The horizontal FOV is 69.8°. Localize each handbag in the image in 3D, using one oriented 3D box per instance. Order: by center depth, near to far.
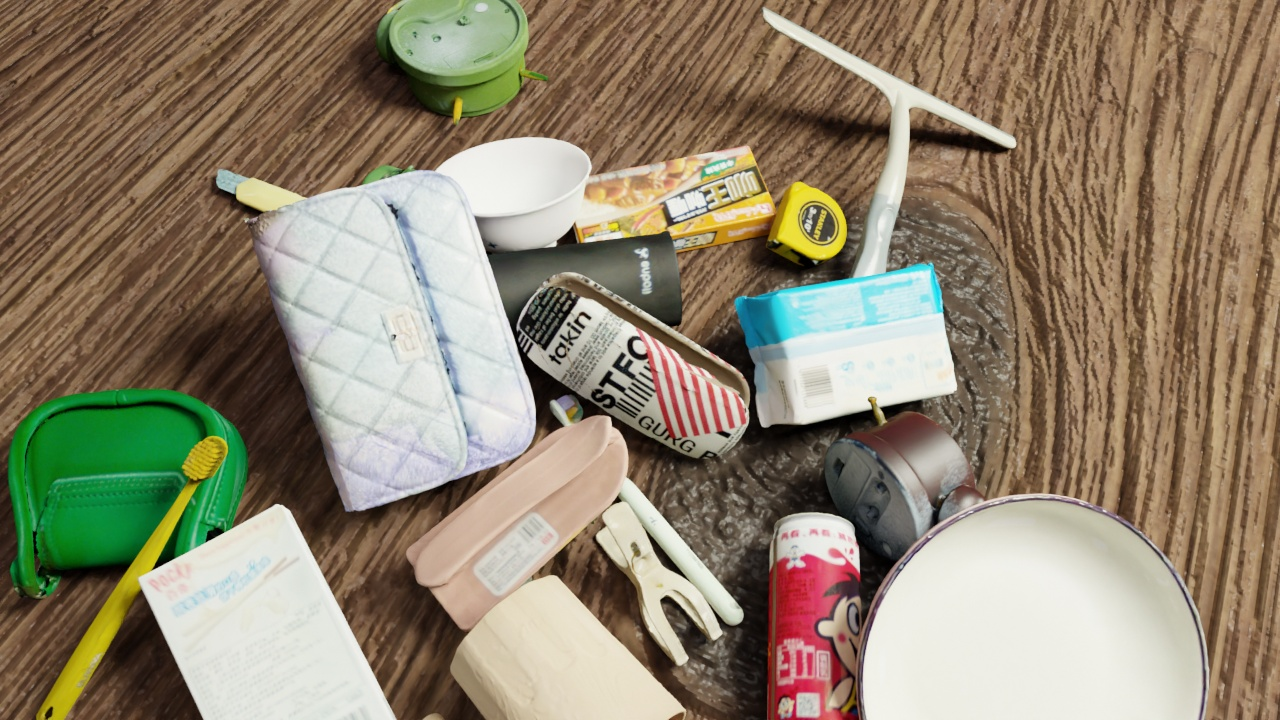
[{"bbox_3d":[-0.315,0.082,0.566,0.131,0.068,0.120,-5,65,-4],"label":"handbag"},{"bbox_3d":[-0.149,-0.016,0.572,0.134,0.075,0.194,-19,93,-5],"label":"handbag"}]

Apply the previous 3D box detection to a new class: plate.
[{"bbox_3d":[0.205,0.167,0.495,0.192,0.039,0.192,0,89,-5],"label":"plate"}]

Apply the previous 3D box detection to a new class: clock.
[{"bbox_3d":[0.166,0.085,0.558,0.055,0.082,0.122,-25,59,-22],"label":"clock"},{"bbox_3d":[-0.163,-0.277,0.799,0.116,0.056,0.161,-31,63,-19],"label":"clock"}]

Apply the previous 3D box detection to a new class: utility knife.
[{"bbox_3d":[-0.264,-0.119,0.721,0.178,0.019,0.030,24,57,8],"label":"utility knife"}]

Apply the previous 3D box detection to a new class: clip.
[{"bbox_3d":[0.007,0.135,0.553,0.034,0.060,0.097,-34,75,-18],"label":"clip"}]

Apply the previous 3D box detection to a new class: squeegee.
[{"bbox_3d":[0.180,-0.123,0.685,0.246,0.039,0.246,21,70,-16],"label":"squeegee"}]

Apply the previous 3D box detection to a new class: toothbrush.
[{"bbox_3d":[-0.290,0.126,0.520,0.015,0.016,0.190,31,90,-2],"label":"toothbrush"},{"bbox_3d":[0.002,0.093,0.589,0.189,0.029,0.020,49,111,24],"label":"toothbrush"}]

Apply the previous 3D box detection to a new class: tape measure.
[{"bbox_3d":[0.126,-0.099,0.695,0.057,0.029,0.060,26,69,-14],"label":"tape measure"}]

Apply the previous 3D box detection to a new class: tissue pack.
[{"bbox_3d":[0.139,-0.011,0.614,0.140,0.063,0.090,-11,90,-6],"label":"tissue pack"}]

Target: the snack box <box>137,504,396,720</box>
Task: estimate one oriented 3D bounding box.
[{"bbox_3d":[-0.203,0.169,0.511,0.084,0.027,0.156,-28,80,-16],"label":"snack box"}]

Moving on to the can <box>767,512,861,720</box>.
[{"bbox_3d":[0.100,0.158,0.527,0.053,0.053,0.132,4,58,3],"label":"can"}]

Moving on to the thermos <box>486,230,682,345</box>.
[{"bbox_3d":[-0.093,-0.031,0.648,0.242,0.068,0.090,-9,90,-3],"label":"thermos"}]

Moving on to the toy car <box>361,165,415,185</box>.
[{"bbox_3d":[-0.178,-0.127,0.719,0.091,0.036,0.043,19,61,16],"label":"toy car"}]

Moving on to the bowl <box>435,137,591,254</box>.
[{"bbox_3d":[-0.092,-0.111,0.683,0.118,0.065,0.118,-3,39,3],"label":"bowl"}]

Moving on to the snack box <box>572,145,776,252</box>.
[{"bbox_3d":[0.022,-0.120,0.718,0.153,0.026,0.075,-12,59,-7],"label":"snack box"}]

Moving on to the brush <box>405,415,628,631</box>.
[{"bbox_3d":[-0.067,0.090,0.549,0.145,0.073,0.063,-40,66,-11],"label":"brush"}]

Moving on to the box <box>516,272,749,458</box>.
[{"bbox_3d":[-0.003,0.002,0.610,0.163,0.075,0.077,29,29,-5],"label":"box"}]

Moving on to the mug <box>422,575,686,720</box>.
[{"bbox_3d":[-0.053,0.196,0.497,0.103,0.084,0.124,42,93,24],"label":"mug"}]
